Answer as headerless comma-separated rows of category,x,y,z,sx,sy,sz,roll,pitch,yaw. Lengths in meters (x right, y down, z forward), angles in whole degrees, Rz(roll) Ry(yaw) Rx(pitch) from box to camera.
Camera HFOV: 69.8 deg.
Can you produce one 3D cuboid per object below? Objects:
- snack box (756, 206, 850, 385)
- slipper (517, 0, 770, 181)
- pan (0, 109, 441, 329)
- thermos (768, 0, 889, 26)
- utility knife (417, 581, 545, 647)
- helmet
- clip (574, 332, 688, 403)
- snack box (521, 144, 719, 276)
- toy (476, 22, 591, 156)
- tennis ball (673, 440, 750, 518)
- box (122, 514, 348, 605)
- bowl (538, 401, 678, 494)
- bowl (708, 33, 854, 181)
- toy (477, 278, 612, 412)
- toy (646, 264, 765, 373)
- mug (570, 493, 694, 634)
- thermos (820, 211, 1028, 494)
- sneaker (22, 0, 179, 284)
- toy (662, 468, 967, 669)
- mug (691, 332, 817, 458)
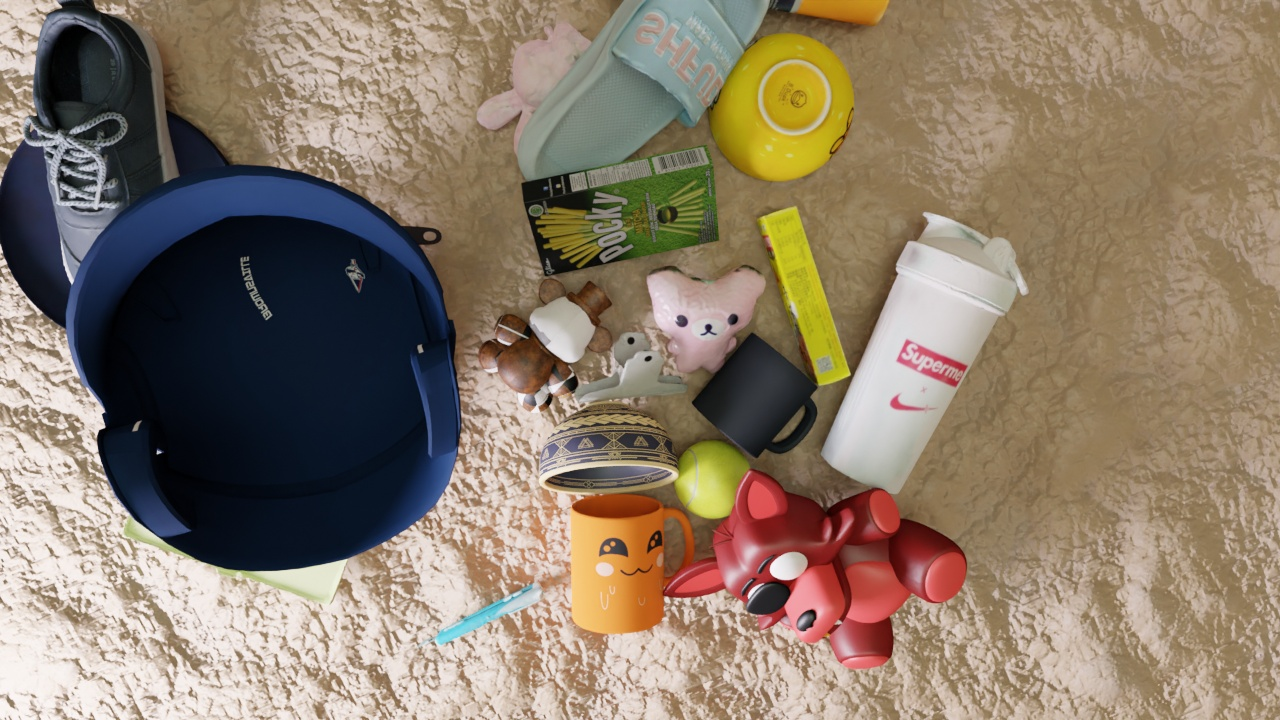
snack box,0.136,-0.054,0.765,0.029,0.040,0.148,-19,97,0
slipper,0.008,-0.208,0.696,0.246,0.104,0.074,-42,54,18
pan,-0.342,-0.108,0.753,0.356,0.021,0.199,2,97,-1
thermos,0.078,-0.311,0.713,0.232,0.076,0.091,9,90,-3
utility knife,-0.139,0.226,0.800,0.124,0.022,0.015,-26,104,1
helmet,-0.248,-0.017,0.627,0.232,0.223,0.273,-16,139,-13
clip,-0.005,0.005,0.759,0.101,0.040,0.054,-5,122,-27
snack box,-0.014,-0.119,0.736,0.147,0.025,0.080,-12,140,0
toy,-0.080,-0.218,0.737,0.063,0.047,0.110,42,106,-4
tennis ball,0.061,0.099,0.768,0.065,0.065,0.065,0,97,-2
box,-0.328,0.118,0.773,0.188,0.047,0.141,19,105,-4
bowl,-0.027,0.068,0.748,0.112,0.112,0.061,-3,71,-1
bowl,0.116,-0.204,0.732,0.117,0.067,0.117,0,97,-2
toy,-0.073,-0.017,0.756,0.087,0.067,0.112,45,84,-6
toy,0.052,-0.032,0.760,0.099,0.052,0.096,-1,111,-10
mug,-0.004,0.167,0.776,0.112,0.078,0.096,-4,98,-28
thermos,0.229,-0.003,0.751,0.099,0.099,0.220,22,100,-4
sneaker,-0.409,-0.155,0.691,0.089,0.087,0.235,0,97,-2
toy,0.139,0.167,0.737,0.197,0.120,0.159,16,127,-19
mug,0.105,0.037,0.767,0.105,0.071,0.077,38,95,-32
